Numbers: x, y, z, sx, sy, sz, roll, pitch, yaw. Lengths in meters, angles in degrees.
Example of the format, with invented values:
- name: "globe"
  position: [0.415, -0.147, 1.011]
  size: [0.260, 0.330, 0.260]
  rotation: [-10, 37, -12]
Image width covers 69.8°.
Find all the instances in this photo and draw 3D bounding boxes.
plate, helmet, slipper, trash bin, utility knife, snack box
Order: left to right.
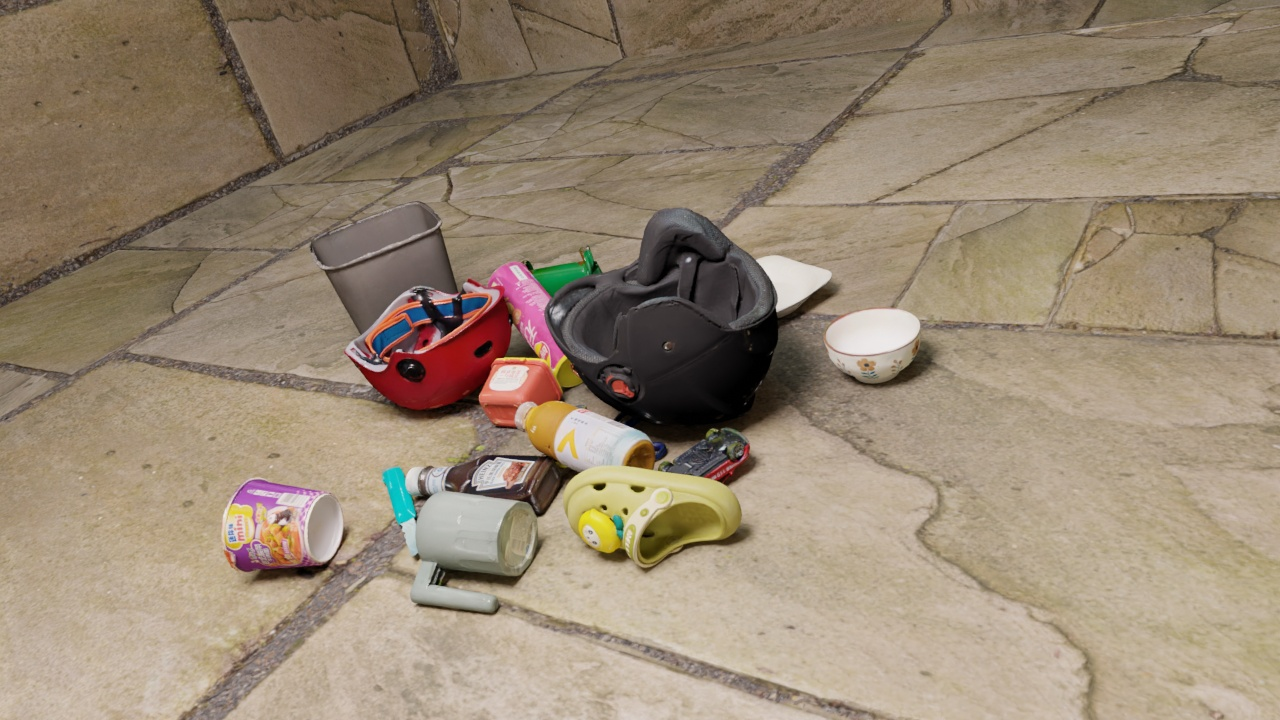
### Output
- name: "trash bin"
  position: [-0.389, -0.110, 1.467]
  size: [0.198, 0.220, 0.199]
  rotation: [-24, 30, -16]
- name: "utility knife"
  position: [-0.290, 0.179, 1.116]
  size: [0.029, 0.013, 0.221]
  rotation: [-22, 26, -14]
- name: "helmet"
  position: [-0.278, -0.013, 1.309]
  size: [0.240, 0.144, 0.206]
  rotation: [-6, 32, 27]
- name: "snack box"
  position: [-0.164, 0.043, 1.228]
  size: [0.091, 0.082, 0.079]
  rotation: [1, 43, 28]
- name: "slipper"
  position: [0.005, 0.160, 0.923]
  size: [0.191, 0.092, 0.081]
  rotation: [-1, 34, 19]
- name: "helmet"
  position: [0.031, -0.033, 1.099]
  size: [0.275, 0.230, 0.232]
  rotation: [-6, 34, 15]
- name: "plate"
  position: [0.182, -0.098, 1.344]
  size: [0.164, 0.034, 0.164]
  rotation: [-28, 31, -22]

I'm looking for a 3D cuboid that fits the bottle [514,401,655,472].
- name: "bottle"
  position: [-0.069, 0.089, 1.034]
  size: [0.190, 0.068, 0.067]
  rotation: [18, 43, 40]

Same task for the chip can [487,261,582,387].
- name: "chip can"
  position: [-0.142, -0.055, 1.316]
  size: [0.071, 0.071, 0.210]
  rotation: [-27, 53, -19]

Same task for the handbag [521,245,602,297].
- name: "handbag"
  position: [-0.120, -0.116, 1.445]
  size: [0.131, 0.120, 0.067]
  rotation: [-8, 35, 10]

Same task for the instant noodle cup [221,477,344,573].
- name: "instant noodle cup"
  position: [-0.408, 0.193, 1.066]
  size: [0.099, 0.112, 0.111]
  rotation: [1, 32, 11]

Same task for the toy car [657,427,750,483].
- name: "toy car"
  position: [0.067, 0.119, 1.006]
  size: [0.120, 0.045, 0.053]
  rotation: [-33, 34, -18]

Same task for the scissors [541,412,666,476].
- name: "scissors"
  position: [-0.040, 0.104, 1.124]
  size: [0.163, 0.012, 0.175]
  rotation: [8, 39, 39]

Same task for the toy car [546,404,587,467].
- name: "toy car"
  position: [-0.087, 0.093, 1.124]
  size: [0.048, 0.032, 0.105]
  rotation: [-16, 31, 12]

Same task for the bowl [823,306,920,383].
- name: "bowl"
  position: [0.283, -0.012, 1.111]
  size: [0.113, 0.062, 0.113]
  rotation: [-13, 30, 7]

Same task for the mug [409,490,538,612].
- name: "mug"
  position: [-0.177, 0.201, 0.965]
  size: [0.103, 0.084, 0.123]
  rotation: [1, 59, 26]

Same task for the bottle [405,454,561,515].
- name: "bottle"
  position: [-0.193, 0.146, 1.094]
  size: [0.195, 0.044, 0.079]
  rotation: [-2, 36, 26]

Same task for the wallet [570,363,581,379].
- name: "wallet"
  position: [-0.007, 0.007, 1.230]
  size: [0.130, 0.035, 0.119]
  rotation: [-37, 59, -26]
